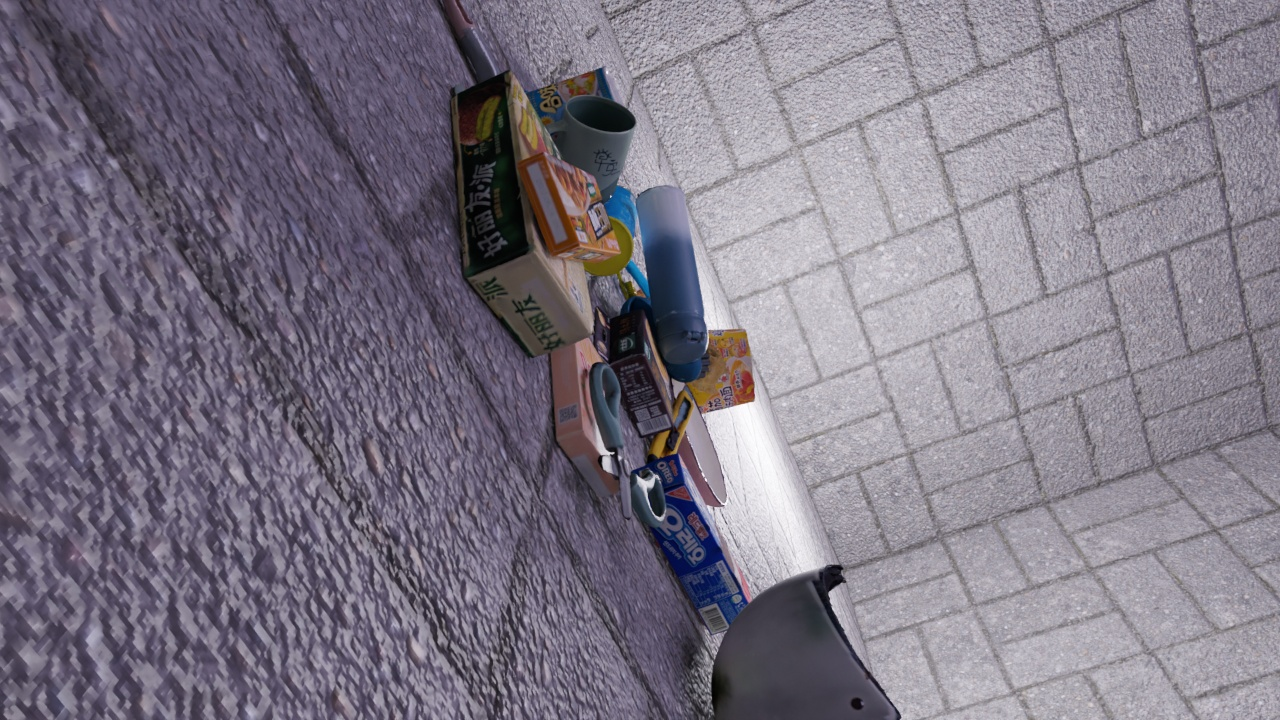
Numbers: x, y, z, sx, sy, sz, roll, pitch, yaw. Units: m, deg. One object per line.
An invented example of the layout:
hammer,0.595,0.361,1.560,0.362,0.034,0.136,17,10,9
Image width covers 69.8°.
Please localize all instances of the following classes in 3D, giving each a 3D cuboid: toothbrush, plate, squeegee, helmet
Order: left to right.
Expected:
squeegee,-0.170,-0.335,0.912,0.247,0.040,0.250,-55,130,-59
toothbrush,-0.048,-0.173,1.264,0.015,0.017,0.190,-57,124,-78
plate,0.060,0.104,1.196,0.192,0.039,0.192,-21,89,-80
helmet,0.151,0.337,0.873,0.229,0.157,0.274,-98,174,-57

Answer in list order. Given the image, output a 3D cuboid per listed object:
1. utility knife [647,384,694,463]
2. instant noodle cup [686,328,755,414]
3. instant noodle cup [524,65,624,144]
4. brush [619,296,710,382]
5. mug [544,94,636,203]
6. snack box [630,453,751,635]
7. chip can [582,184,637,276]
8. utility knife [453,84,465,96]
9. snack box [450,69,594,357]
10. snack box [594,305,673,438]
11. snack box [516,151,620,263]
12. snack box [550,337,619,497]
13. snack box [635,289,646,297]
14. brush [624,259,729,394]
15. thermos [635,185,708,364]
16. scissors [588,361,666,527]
utility knife,0.039,0.077,1.070,0.033,0.015,0.170,47,34,-14
instant noodle cup,0.107,0.014,1.334,0.138,0.110,0.138,-6,88,-86
instant noodle cup,-0.078,-0.303,1.115,0.099,0.110,0.099,-20,89,-79
brush,0.022,-0.027,1.152,0.073,0.055,0.144,-6,47,-50
mug,-0.070,-0.238,1.056,0.082,0.111,0.107,60,-37,35
snack box,0.056,0.193,0.950,0.058,0.057,0.207,-99,163,-60
chip can,-0.040,-0.166,1.142,0.210,0.071,0.071,-85,152,-69
utility knife,-0.128,-0.204,0.911,0.212,0.022,0.031,41,29,-54
snack box,-0.101,-0.129,0.776,0.114,0.063,0.239,57,15,-49
snack box,-0.006,0.006,1.045,0.113,0.053,0.126,-93,164,-60
snack box,-0.054,-0.120,0.742,0.153,0.026,0.075,-23,92,-79
snack box,-0.049,0.035,0.810,0.157,0.026,0.084,-99,165,-47
snack box,0.021,-0.041,1.320,0.155,0.027,0.077,-92,158,-61
brush,0.030,-0.062,1.219,0.254,0.045,0.083,54,-19,13
thermos,0.037,-0.104,1.113,0.070,0.070,0.220,47,33,-63
scissors,-0.008,0.090,0.787,0.170,0.019,0.181,-101,167,-50
